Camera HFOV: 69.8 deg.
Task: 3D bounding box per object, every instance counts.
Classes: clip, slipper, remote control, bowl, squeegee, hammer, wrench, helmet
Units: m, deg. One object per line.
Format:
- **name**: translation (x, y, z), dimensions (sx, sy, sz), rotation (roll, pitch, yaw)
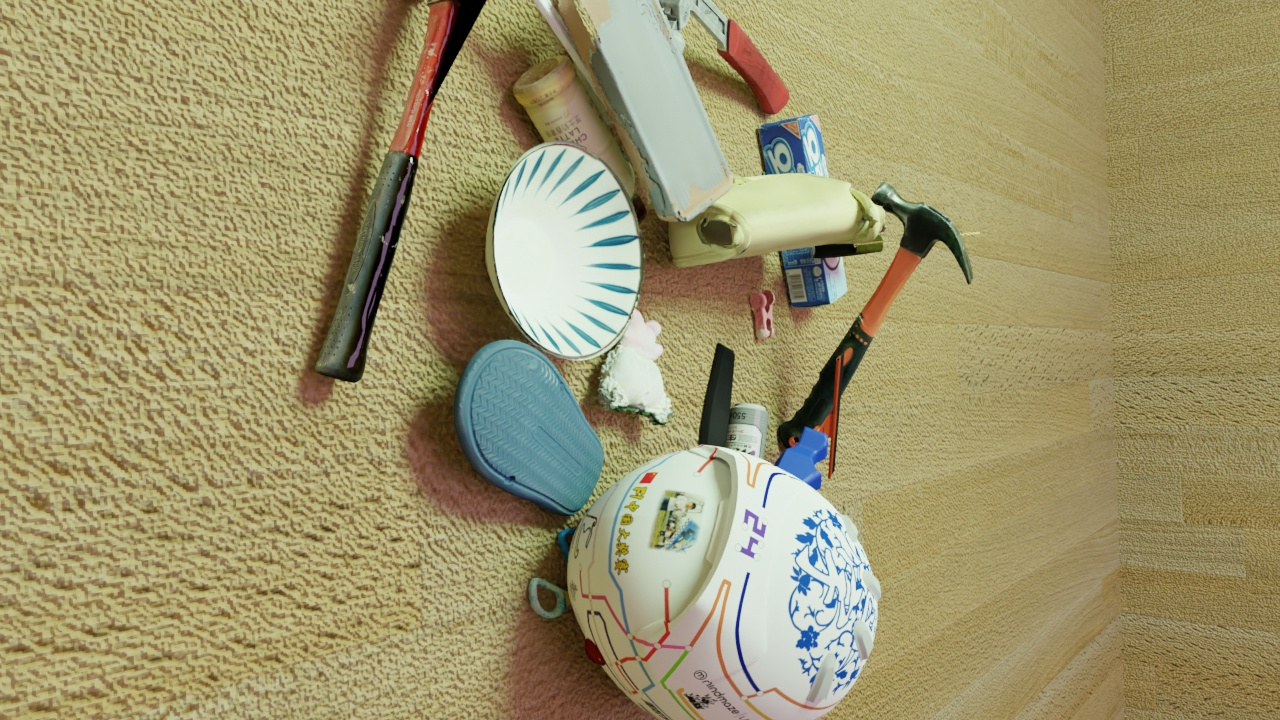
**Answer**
- **clip**: translation (0.146, -0.054, 1.074), dimensions (0.037, 0.022, 0.058), rotation (-17, 107, -52)
- **slipper**: translation (-0.093, 0.064, 0.750), dimensions (0.103, 0.059, 0.214), rotation (-62, 147, -21)
- **remote control**: translation (0.085, 0.043, 1.002), dimensions (0.039, 0.010, 0.124), rotation (26, 68, -47)
- **bowl**: translation (-0.079, -0.087, 0.760), dimensions (0.177, 0.071, 0.177), rotation (2, 87, -51)
- **squeegee**: translation (0.171, 0.129, 1.013), dimensions (0.184, 0.055, 0.250), rotation (-58, 155, -28)
- **hammer**: translation (0.100, -0.331, 0.964), dimensions (0.315, 0.036, 0.126), rotation (10, 100, -64)
- **wrench**: translation (-0.035, -0.234, 0.790), dimensions (0.273, 0.009, 0.047), rotation (48, 30, -46)
- **hammer**: translation (0.244, -0.023, 1.029), dimensions (0.033, 0.133, 0.334), rotation (-39, 159, -57)
- **helmet**: translation (0.088, 0.209, 0.799), dimensions (0.314, 0.237, 0.230), rotation (46, 50, -37)
- **hammer**: translation (-0.160, -0.143, 0.641), dimensions (0.036, 0.141, 0.326), rotation (23, 79, -48)

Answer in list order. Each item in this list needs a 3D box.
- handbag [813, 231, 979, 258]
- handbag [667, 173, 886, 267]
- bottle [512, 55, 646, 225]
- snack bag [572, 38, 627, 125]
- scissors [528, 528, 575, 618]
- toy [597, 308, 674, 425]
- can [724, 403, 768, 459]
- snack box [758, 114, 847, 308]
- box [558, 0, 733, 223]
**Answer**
- **handbag**: translation (0.288, -0.136, 1.031), dimensions (0.083, 0.178, 0.027), rotation (-10, 97, -51)
- **handbag**: translation (0.126, -0.149, 0.939), dimensions (0.232, 0.191, 0.088), rotation (-12, 102, -31)
- **bottle**: translation (-0.048, -0.186, 0.813), dimensions (0.162, 0.057, 0.056), rotation (56, 49, -33)
- **snack bag**: translation (-0.013, -0.272, 0.875), dimensions (0.115, 0.036, 0.077), rotation (-35, 116, -46)
- **scissors**: translation (-0.058, 0.218, 0.819), dimensions (0.104, 0.019, 0.132), rotation (-37, 115, -42)
- **toy**: translation (-0.005, 0.005, 0.872), dimensions (0.095, 0.041, 0.108), rotation (26, 63, -48)
- **can**: translation (0.114, 0.103, 1.008), dimensions (0.044, 0.044, 0.106), rotation (24, 71, -48)
- **snack box**: translation (0.198, -0.179, 1.111), dimensions (0.059, 0.059, 0.226), rotation (-30, 111, -50)
- **box**: translation (0.000, -0.233, 0.800), dimensions (0.104, 0.096, 0.216), rotation (-42, 120, -27)
